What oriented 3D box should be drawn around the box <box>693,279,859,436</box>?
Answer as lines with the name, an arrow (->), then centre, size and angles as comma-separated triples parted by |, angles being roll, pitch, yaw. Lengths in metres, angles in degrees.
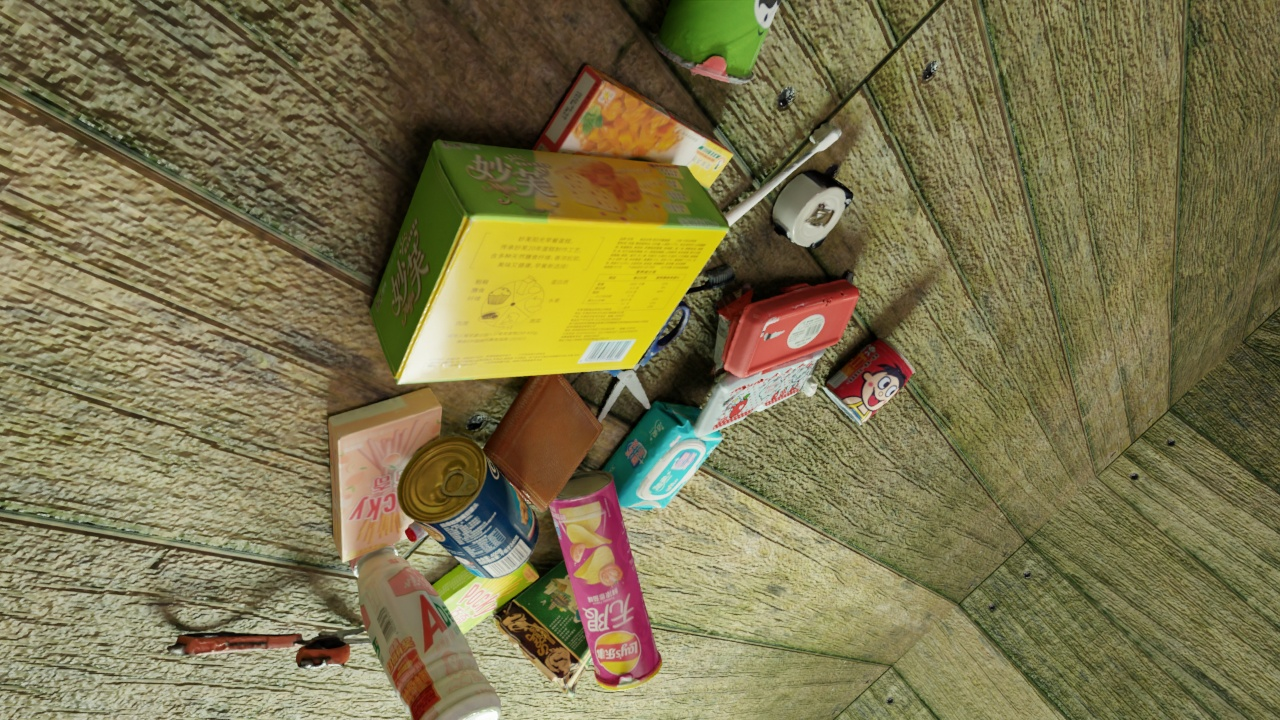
box -> 0.141, -0.003, 0.937 | 0.200, 0.039, 0.158 | -17, 133, -48

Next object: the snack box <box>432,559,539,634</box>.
snack box -> -0.185, 0.247, 0.944 | 0.156, 0.026, 0.086 | -36, 147, -9

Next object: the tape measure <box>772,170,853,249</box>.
tape measure -> 0.154, -0.138, 0.835 | 0.065, 0.033, 0.066 | 3, 125, -47

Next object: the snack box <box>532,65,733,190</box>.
snack box -> -0.003, -0.150, 0.670 | 0.155, 0.027, 0.077 | 12, 122, -50

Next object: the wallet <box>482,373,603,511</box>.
wallet -> -0.086, 0.068, 0.813 | 0.101, 0.032, 0.124 | -55, 149, -15

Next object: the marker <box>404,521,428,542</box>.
marker -> -0.145, 0.115, 0.808 | 0.144, 0.017, 0.017 | -34, 149, -38

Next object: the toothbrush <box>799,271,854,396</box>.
toothbrush -> 0.212, -0.027, 1.036 | 0.015, 0.018, 0.181 | -16, 138, -28

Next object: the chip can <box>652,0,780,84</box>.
chip can -> 0.080, -0.291, 0.551 | 0.072, 0.072, 0.237 | -9, 135, -39

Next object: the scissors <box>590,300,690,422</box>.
scissors -> -0.012, 0.005, 0.843 | 0.163, 0.012, 0.174 | -44, 147, 16

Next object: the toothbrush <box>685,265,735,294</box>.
toothbrush -> 0.010, -0.055, 0.804 | 0.188, 0.014, 0.017 | -19, 133, -29

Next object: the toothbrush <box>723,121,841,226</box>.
toothbrush -> 0.099, -0.144, 0.792 | 0.180, 0.016, 0.016 | -40, 145, 2

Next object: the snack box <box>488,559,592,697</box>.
snack box -> -0.085, 0.290, 1.014 | 0.105, 0.118, 0.118 | -46, 164, -15

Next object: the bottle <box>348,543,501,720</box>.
bottle -> -0.188, 0.227, 0.762 | 0.068, 0.197, 0.068 | -26, 143, -22

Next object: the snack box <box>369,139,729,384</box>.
snack box -> -0.063, -0.063, 0.639 | 0.209, 0.070, 0.158 | -3, 142, -38

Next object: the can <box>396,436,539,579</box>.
can -> -0.136, 0.122, 0.743 | 0.075, 0.075, 0.111 | -36, 139, -8

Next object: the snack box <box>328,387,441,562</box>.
snack box -> -0.208, 0.095, 0.747 | 0.084, 0.026, 0.158 | -18, 140, -32

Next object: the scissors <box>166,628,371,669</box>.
scissors -> -0.285, 0.242, 0.785 | 0.189, 0.015, 0.226 | 4, 169, -6

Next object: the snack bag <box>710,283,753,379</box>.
snack bag -> 0.090, -0.026, 0.904 | 0.048, 0.026, 0.104 | -28, 145, -21

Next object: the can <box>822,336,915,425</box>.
can -> 0.278, 0.024, 1.114 | 0.094, 0.066, 0.066 | -44, 147, 3

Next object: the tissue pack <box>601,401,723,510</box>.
tissue pack -> 0.019, 0.104, 0.961 | 0.093, 0.050, 0.134 | 14, 119, -52

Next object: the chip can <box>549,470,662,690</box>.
chip can -> -0.037, 0.219, 0.921 | 0.071, 0.071, 0.210 | -21, 104, -28
